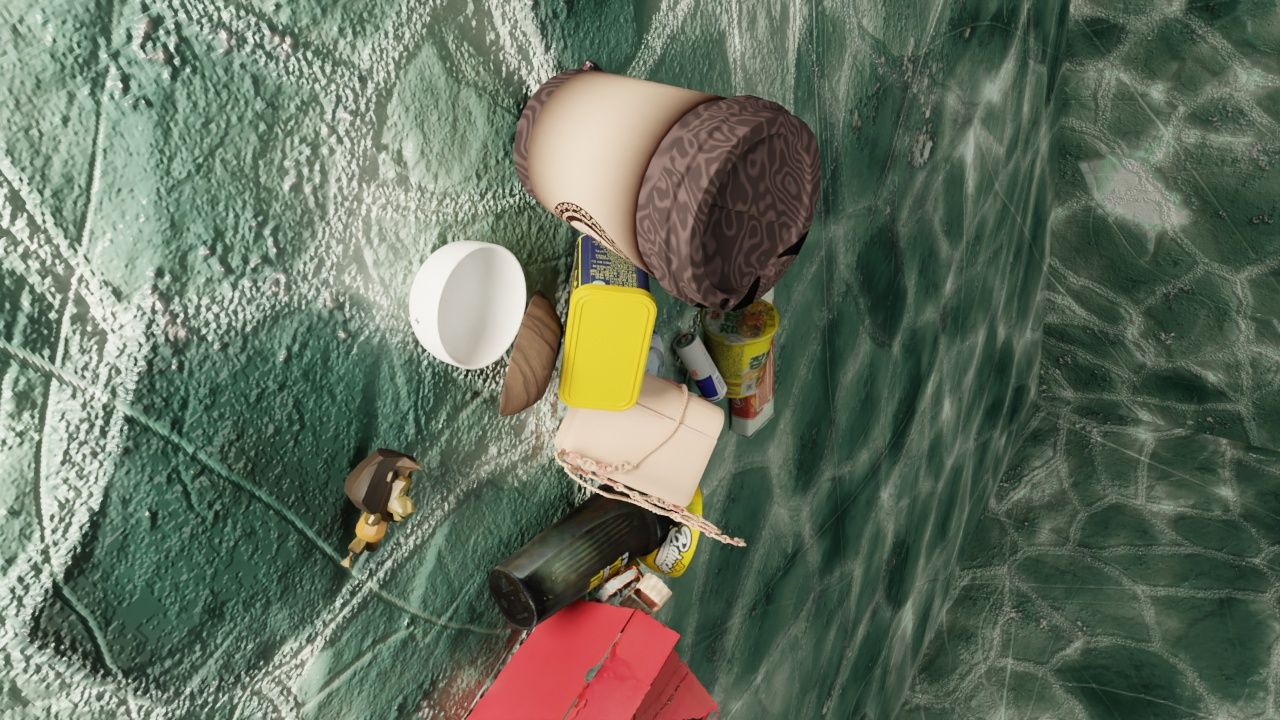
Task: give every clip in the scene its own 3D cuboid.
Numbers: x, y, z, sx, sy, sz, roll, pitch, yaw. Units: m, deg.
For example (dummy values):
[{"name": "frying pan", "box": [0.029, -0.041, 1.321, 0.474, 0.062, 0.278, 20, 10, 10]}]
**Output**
[{"name": "clip", "box": [-0.023, 0.247, 1.094, 0.045, 0.054, 0.049, 26, 104, -40]}]

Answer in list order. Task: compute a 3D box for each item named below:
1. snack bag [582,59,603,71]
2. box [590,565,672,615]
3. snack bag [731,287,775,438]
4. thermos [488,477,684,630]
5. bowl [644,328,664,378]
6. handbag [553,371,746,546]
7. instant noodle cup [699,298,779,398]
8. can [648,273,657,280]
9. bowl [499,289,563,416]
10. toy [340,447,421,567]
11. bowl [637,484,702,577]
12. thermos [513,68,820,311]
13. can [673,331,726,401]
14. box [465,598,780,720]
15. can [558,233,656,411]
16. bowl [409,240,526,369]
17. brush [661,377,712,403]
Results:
[{"name": "snack bag", "box": [-0.023, -0.227, 0.912, 0.155, 0.018, 0.074, 28, 81, -56]}, {"name": "box", "box": [-0.011, 0.262, 1.007, 0.187, 0.078, 0.054, 108, -19, -68]}, {"name": "snack bag", "box": [0.154, -0.005, 1.261, 0.077, 0.041, 0.225, -37, 134, -44]}, {"name": "thermos", "box": [-0.057, 0.195, 0.973, 0.220, 0.098, 0.098, -29, 127, -41]}, {"name": "bowl", "box": [-0.006, 0.006, 1.012, 0.114, 0.045, 0.114, -29, 126, -49]}, {"name": "handbag", "box": [0.025, 0.081, 0.905, 0.198, 0.187, 0.116, 26, 90, -16]}, {"name": "instant noodle cup", "box": [0.124, -0.013, 1.165, 0.102, 0.102, 0.108, -45, 145, -39]}, {"name": "can", "box": [0.035, -0.136, 1.007, 0.096, 0.054, 0.054, -55, 143, -28]}, {"name": "bowl", "box": [-0.094, -0.002, 0.830, 0.119, 0.032, 0.119, -174, -80, -89]}, {"name": "toy", "box": [-0.211, 0.120, 0.733, 0.076, 0.062, 0.100, 23, 89, -77]}, {"name": "bowl", "box": [0.023, 0.194, 1.097, 0.117, 0.067, 0.117, -166, -89, -78]}, {"name": "thermos", "box": [0.013, -0.157, 0.780, 0.172, 0.226, 0.173, -30, 135, -35]}, {"name": "can", "box": [0.075, 0.009, 1.128, 0.032, 0.032, 0.095, -53, 127, -30]}, {"name": "box", "box": [0.019, 0.375, 0.871, 0.210, 0.410, 0.107, -51, 144, -34]}, {"name": "can", "box": [-0.033, -0.038, 0.861, 0.104, 0.075, 0.135, -94, -168, -51]}, {"name": "bowl", "box": [-0.148, -0.049, 0.763, 0.104, 0.054, 0.105, -27, 125, -47]}, {"name": "brush", "box": [0.059, 0.053, 1.148, 0.172, 0.030, 0.041, 20, 86, -58]}]
